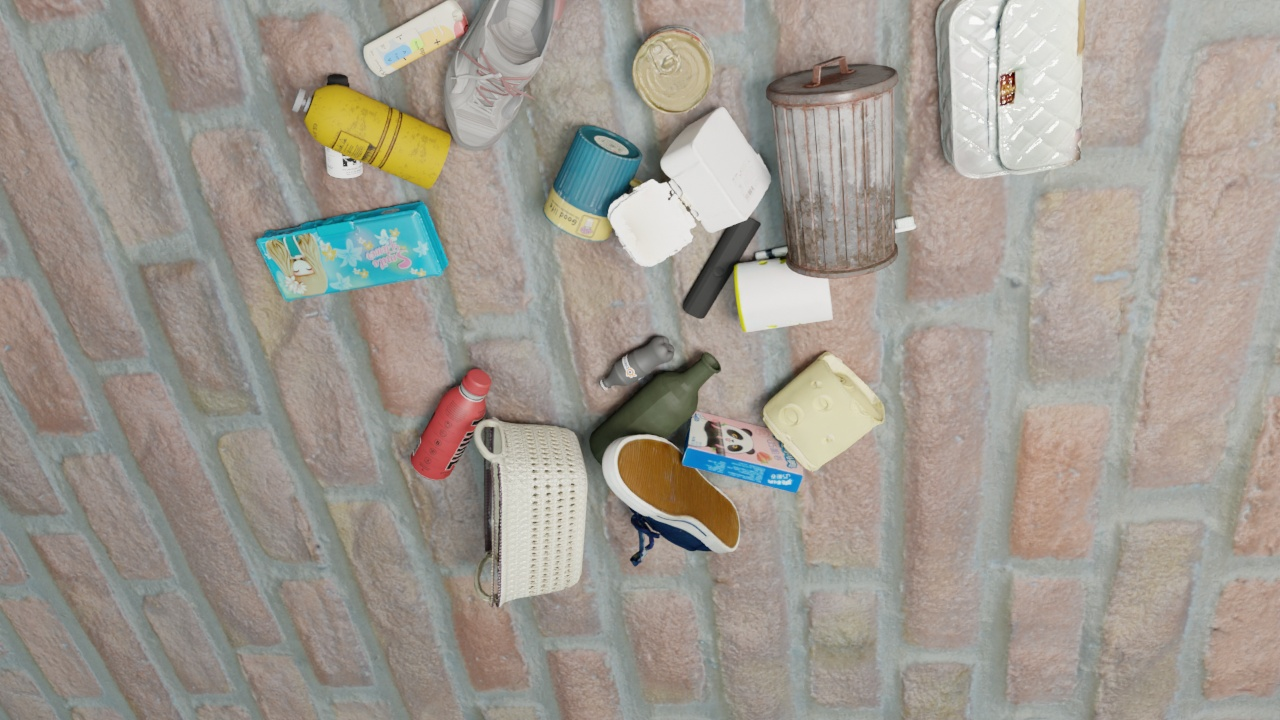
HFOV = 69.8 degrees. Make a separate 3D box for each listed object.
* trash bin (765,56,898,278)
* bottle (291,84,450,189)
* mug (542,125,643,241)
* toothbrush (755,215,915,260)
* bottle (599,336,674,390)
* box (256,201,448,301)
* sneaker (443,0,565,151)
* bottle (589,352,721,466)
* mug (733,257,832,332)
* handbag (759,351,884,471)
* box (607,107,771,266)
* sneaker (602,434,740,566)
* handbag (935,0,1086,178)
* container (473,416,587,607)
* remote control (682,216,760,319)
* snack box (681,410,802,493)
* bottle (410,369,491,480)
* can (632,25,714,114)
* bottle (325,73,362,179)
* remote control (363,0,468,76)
[{"bbox_3d":[0.206,-0.207,0.966,0.131,0.130,0.211,-5,118,11],"label":"trash bin"},{"bbox_3d":[-0.302,-0.254,1.020,0.163,0.071,0.071,20,123,-28],"label":"bottle"},{"bbox_3d":[-0.040,-0.194,1.041,0.113,0.083,0.107,28,117,1],"label":"mug"},{"bbox_3d":[0.226,-0.143,1.075,0.187,0.012,0.017,-10,105,14],"label":"toothbrush"},{"bbox_3d":[-0.007,0.007,1.182,0.110,0.036,0.036,-32,111,23],"label":"bottle"},{"bbox_3d":[-0.360,-0.136,1.151,0.227,0.039,0.094,-8,120,14],"label":"box"},{"bbox_3d":[-0.149,-0.317,0.975,0.099,0.089,0.237,22,121,-15],"label":"sneaker"},{"bbox_3d":[0.022,0.064,1.192,0.071,0.071,0.207,40,118,-15],"label":"bottle"},{"bbox_3d":[0.168,-0.080,1.080,0.106,0.082,0.083,-7,119,11],"label":"mug"},{"bbox_3d":[0.228,0.067,1.160,0.111,0.081,0.120,44,120,-3],"label":"handbag"},{"bbox_3d":[0.056,-0.181,0.995,0.111,0.188,0.101,51,158,-19],"label":"box"},{"bbox_3d":[0.014,0.191,1.213,0.127,0.120,0.294,-11,146,29],"label":"sneaker"},{"bbox_3d":[0.379,-0.284,0.934,0.139,0.072,0.195,-8,119,12],"label":"handbag"},{"bbox_3d":[-0.153,0.201,1.239,0.143,0.184,0.252,-2,119,-14],"label":"container"},{"bbox_3d":[0.097,-0.114,1.108,0.033,0.015,0.147,26,121,-7],"label":"remote control"},{"bbox_3d":[0.134,0.118,1.198,0.154,0.087,0.033,14,122,0],"label":"snack box"},{"bbox_3d":[-0.254,0.085,1.250,0.062,0.062,0.177,29,120,-9],"label":"bottle"},{"bbox_3d":[0.036,-0.312,0.984,0.086,0.043,0.086,3,121,6],"label":"can"},{"bbox_3d":[-0.347,-0.272,1.065,0.041,0.041,0.116,8,121,3],"label":"bottle"},{"bbox_3d":[-0.249,-0.356,1.015,0.126,0.018,0.038,-21,115,17],"label":"remote control"}]
